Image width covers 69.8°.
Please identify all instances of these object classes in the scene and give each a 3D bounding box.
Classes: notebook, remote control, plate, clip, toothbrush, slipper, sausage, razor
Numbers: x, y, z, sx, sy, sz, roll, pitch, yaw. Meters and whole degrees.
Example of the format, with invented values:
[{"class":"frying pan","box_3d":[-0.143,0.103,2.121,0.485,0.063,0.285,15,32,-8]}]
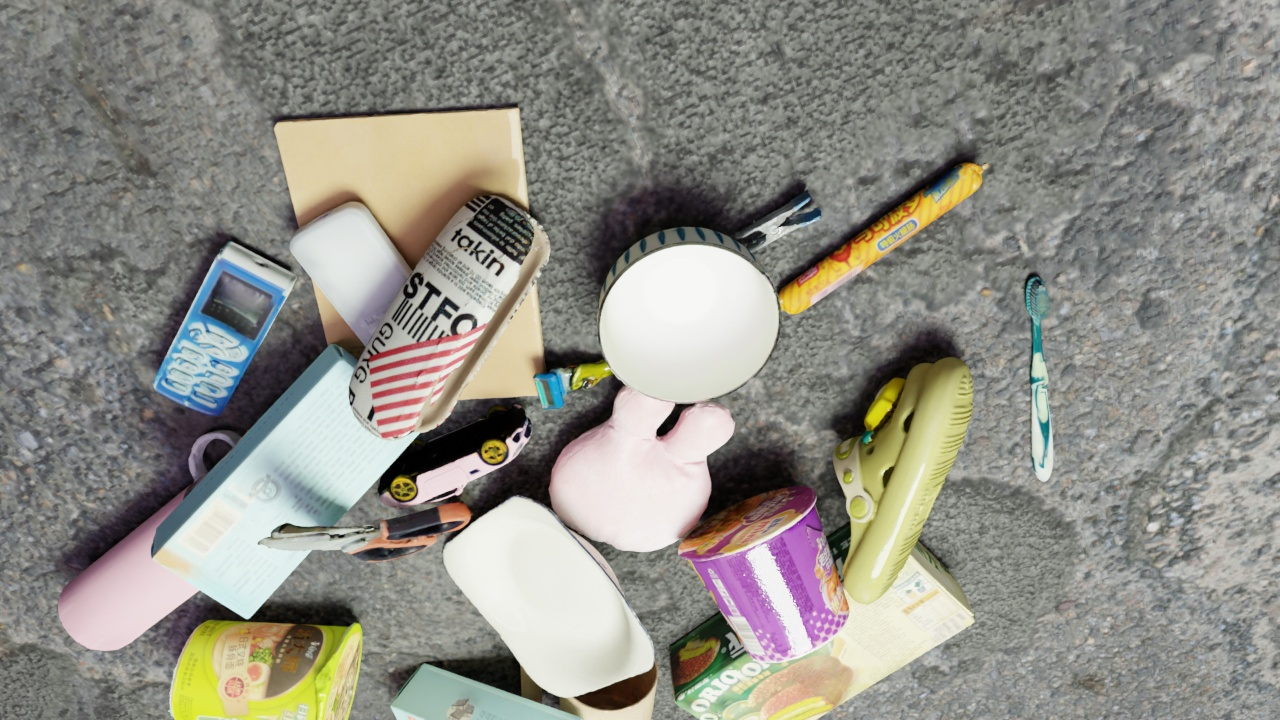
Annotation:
[{"class":"notebook","box_3d":[-0.143,-0.060,0.605,0.148,0.008,0.208,-4,122,-2]},{"class":"remote control","box_3d":[-0.277,-0.019,0.609,0.049,0.024,0.125,29,116,-21]},{"class":"plate","box_3d":[-0.067,0.179,0.708,0.163,0.034,0.165,52,133,-2]},{"class":"clip","box_3d":[0.089,-0.090,0.598,0.058,0.026,0.038,-29,109,22]},{"class":"toothbrush","box_3d":[0.301,0.021,0.687,0.016,0.018,0.192,-16,122,4]},{"class":"remote control","box_3d":[-0.167,-0.038,0.598,0.056,0.020,0.136,-26,120,10]},{"class":"slipper","box_3d":[0.176,0.081,0.666,0.082,0.091,0.190,23,98,25]},{"class":"sausage","box_3d":[0.157,-0.080,0.610,0.165,0.021,0.021,-36,118,16]},{"class":"razor","box_3d":[-0.004,0.004,0.648,0.142,0.022,0.043,-11,149,-1]}]

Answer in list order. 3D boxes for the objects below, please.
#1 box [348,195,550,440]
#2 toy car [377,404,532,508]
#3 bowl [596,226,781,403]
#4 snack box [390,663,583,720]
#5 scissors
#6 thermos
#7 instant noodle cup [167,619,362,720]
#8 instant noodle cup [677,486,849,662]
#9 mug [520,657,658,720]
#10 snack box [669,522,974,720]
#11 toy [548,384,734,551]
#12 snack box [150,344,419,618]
[{"class":"box","box_3d":[-0.115,-0.025,0.577,0.076,0.087,0.163,34,95,23]},{"class":"toy car","box_3d":[-0.132,0.072,0.660,0.122,0.056,0.037,-23,117,9]},{"class":"bowl","box_3d":[0.029,-0.037,0.599,0.116,0.066,0.117,-2,121,-3]},{"class":"snack box","box_3d":[-0.122,0.318,0.771,0.175,0.051,0.074,7,127,28]},{"class":"scissors","box_3d":[-0.173,0.112,0.616,0.185,0.015,0.209,-16,163,-28]},{"class":"thermos","box_3d":[-0.345,0.131,0.678,0.199,0.067,0.087,-37,88,17]},{"class":"instant noodle cup","box_3d":[-0.301,0.259,0.737,0.123,0.111,0.112,10,121,-3]},{"class":"instant noodle cup","box_3d":[0.099,0.161,0.686,0.112,0.111,0.099,-26,95,11]},{"class":"mug","box_3d":[-0.049,0.295,0.800,0.125,0.084,0.104,14,124,15]},{"class":"snack box","box_3d":[0.149,0.235,0.781,0.240,0.063,0.114,-40,116,19]},{"class":"toy","box_3d":[0.003,0.080,0.674,0.121,0.054,0.160,20,125,-16]},{"class":"snack box","box_3d":[-0.232,0.078,0.608,0.174,0.052,0.074,-48,118,-7]}]
